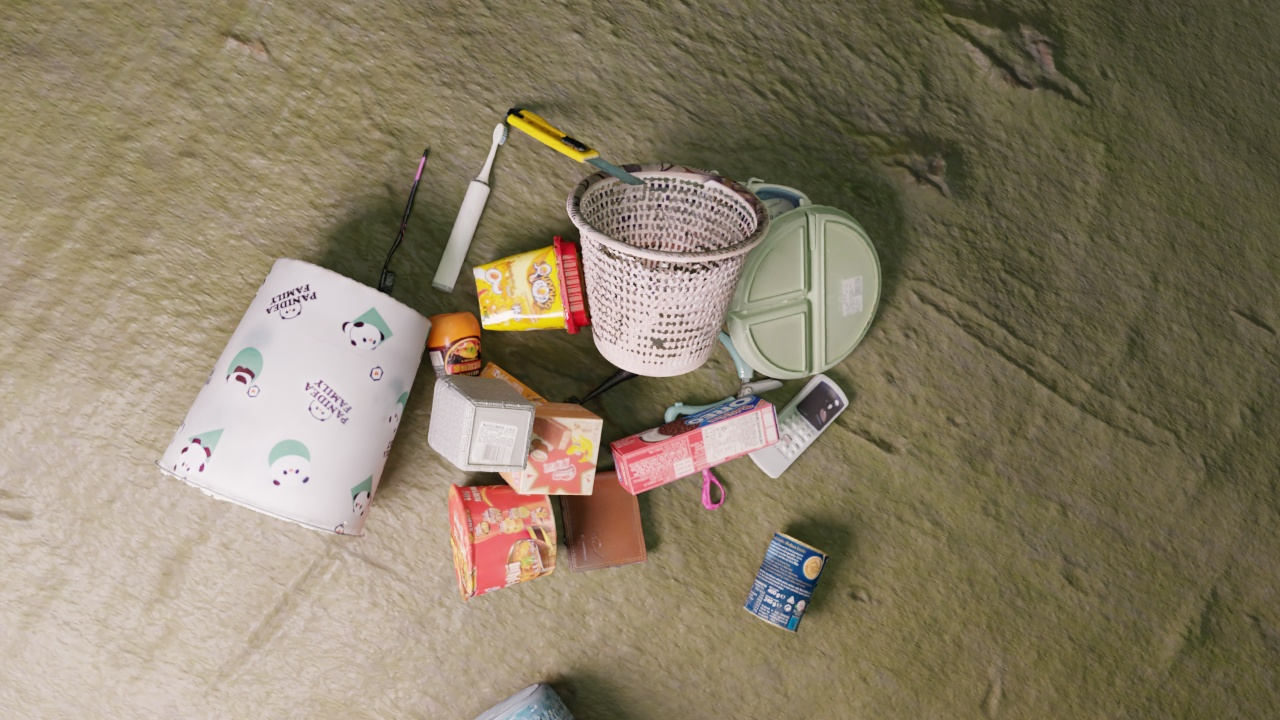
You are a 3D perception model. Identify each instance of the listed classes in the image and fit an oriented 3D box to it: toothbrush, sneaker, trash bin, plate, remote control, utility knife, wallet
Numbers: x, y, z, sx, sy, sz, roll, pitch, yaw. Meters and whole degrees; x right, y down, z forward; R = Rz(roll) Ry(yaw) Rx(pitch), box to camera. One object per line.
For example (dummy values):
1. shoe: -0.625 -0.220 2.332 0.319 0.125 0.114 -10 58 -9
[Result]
1. toothbrush: -0.288 -0.170 1.127 0.017 0.014 0.189 18 86 -20
2. sneaker: 0.100 -0.190 1.158 0.242 0.091 0.089 2 88 -10
3. trash bin: 0.024 -0.098 1.074 0.227 0.227 0.192 -2 127 -10
4. plate: 0.213 -0.081 1.164 0.229 0.027 0.230 -9 113 -22
5. trash bin: -0.125 0.496 1.062 0.226 0.227 0.195 -29 82 -10
6. remote control: 0.208 0.085 1.209 0.150 0.021 0.058 -45 97 -7
7. toothbrush: -0.007 0.007 1.170 0.212 0.026 0.027 -32 71 -8
8. utility knife: -0.080 -0.257 1.097 0.231 0.015 0.033 34 52 27
9. trash bin: -0.363 0.039 1.012 0.229 0.230 0.251 23 80 -9
10. wallet: -0.050 0.200 1.157 0.101 0.032 0.124 -8 90 -8
11. toothbrush: -0.208 -0.190 1.135 0.027 0.026 0.221 17 85 25

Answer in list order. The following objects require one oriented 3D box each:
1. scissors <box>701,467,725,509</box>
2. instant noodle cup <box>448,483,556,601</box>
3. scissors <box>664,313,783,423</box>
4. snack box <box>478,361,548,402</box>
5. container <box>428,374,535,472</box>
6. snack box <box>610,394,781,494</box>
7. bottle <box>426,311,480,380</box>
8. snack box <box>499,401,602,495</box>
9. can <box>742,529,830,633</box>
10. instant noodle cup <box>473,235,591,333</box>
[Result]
1. scissors: 0.078 0.132 1.190 0.133 0.017 0.136 -21 89 -13
2. instant noodle cup: -0.164 0.206 1.090 0.108 0.138 0.138 -6 90 -19
3. scissors: 0.098 0.024 1.177 0.169 0.019 0.175 -25 106 -16
4. snack box: -0.144 0.074 1.120 0.153 0.026 0.075 38 82 -27
5. container: -0.175 0.072 1.023 0.090 0.114 0.090 5 98 -28
6. snack box: 0.069 0.103 1.141 0.207 0.057 0.058 -17 106 -16
7. bottle: -0.221 0.017 1.115 0.066 0.067 0.149 -8 98 -10
8. snack box: -0.106 0.103 1.085 0.092 0.077 0.094 5 98 -28
9. can: 0.186 0.284 1.176 0.075 0.075 0.111 25 85 -9
10. instant noodle cup: -0.130 -0.083 1.111 0.123 0.116 0.116 -9 91 1
